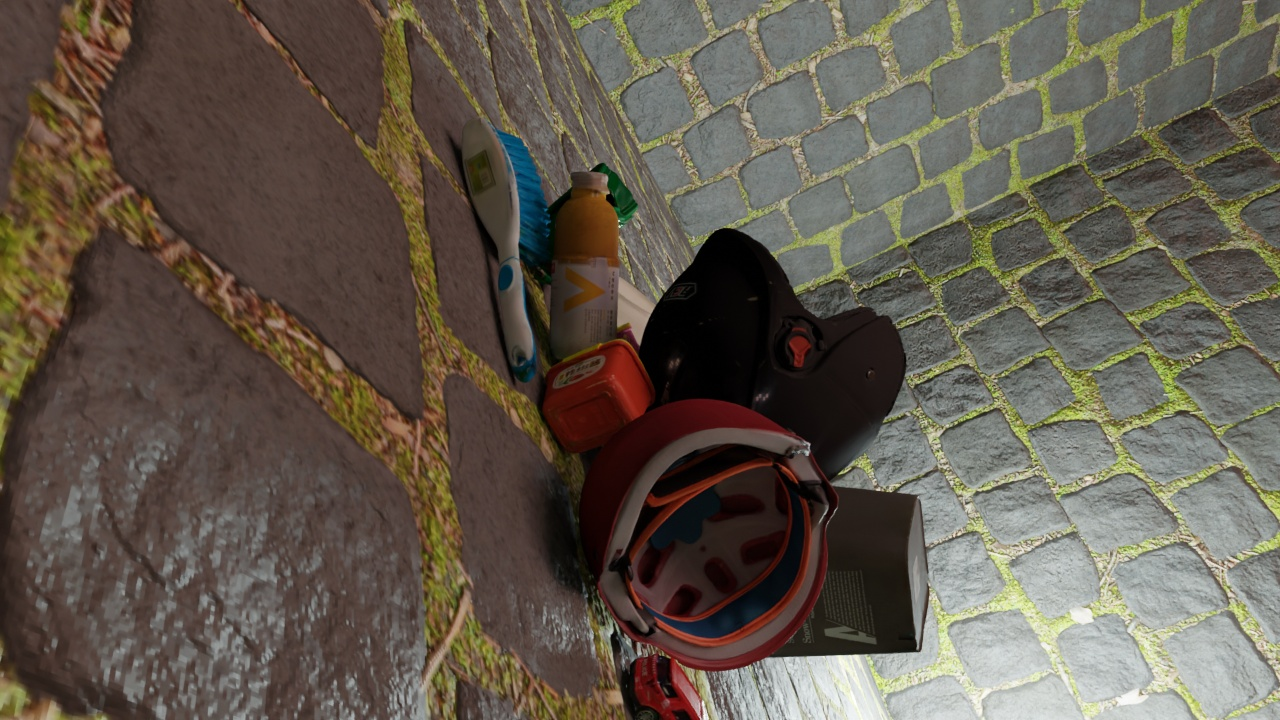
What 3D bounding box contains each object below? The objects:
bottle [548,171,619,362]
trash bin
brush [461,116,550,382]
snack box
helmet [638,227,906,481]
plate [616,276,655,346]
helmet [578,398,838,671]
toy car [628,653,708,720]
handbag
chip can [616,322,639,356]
[{"bbox_3d":[-0.055,-0.092,0.917,0.068,0.068,0.189,-22,115,-80],"label":"bottle"},{"bbox_3d":[0.234,0.259,1.138,0.198,0.220,0.199,-45,128,-58],"label":"trash bin"},{"bbox_3d":[-0.121,-0.107,0.874,0.109,0.061,0.314,33,35,-62],"label":"brush"},{"bbox_3d":[-0.039,0.037,0.832,0.082,0.091,0.080,61,17,-20],"label":"snack box"},{"bbox_3d":[0.107,0.015,0.915,0.275,0.229,0.234,57,-19,-17],"label":"helmet"},{"bbox_3d":[-0.025,-0.072,1.121,0.163,0.034,0.164,39,12,8],"label":"plate"},{"bbox_3d":[0.047,0.134,0.774,0.144,0.206,0.240,42,-19,54],"label":"helmet"},{"bbox_3d":[0.030,0.286,0.721,0.052,0.045,0.120,-84,150,-69],"label":"toy car"},{"bbox_3d":[-0.069,-0.149,1.012,0.068,0.131,0.120,47,21,-13],"label":"handbag"},{"bbox_3d":[0.000,0.067,1.010,0.210,0.071,0.071,65,10,-2],"label":"chip can"}]
